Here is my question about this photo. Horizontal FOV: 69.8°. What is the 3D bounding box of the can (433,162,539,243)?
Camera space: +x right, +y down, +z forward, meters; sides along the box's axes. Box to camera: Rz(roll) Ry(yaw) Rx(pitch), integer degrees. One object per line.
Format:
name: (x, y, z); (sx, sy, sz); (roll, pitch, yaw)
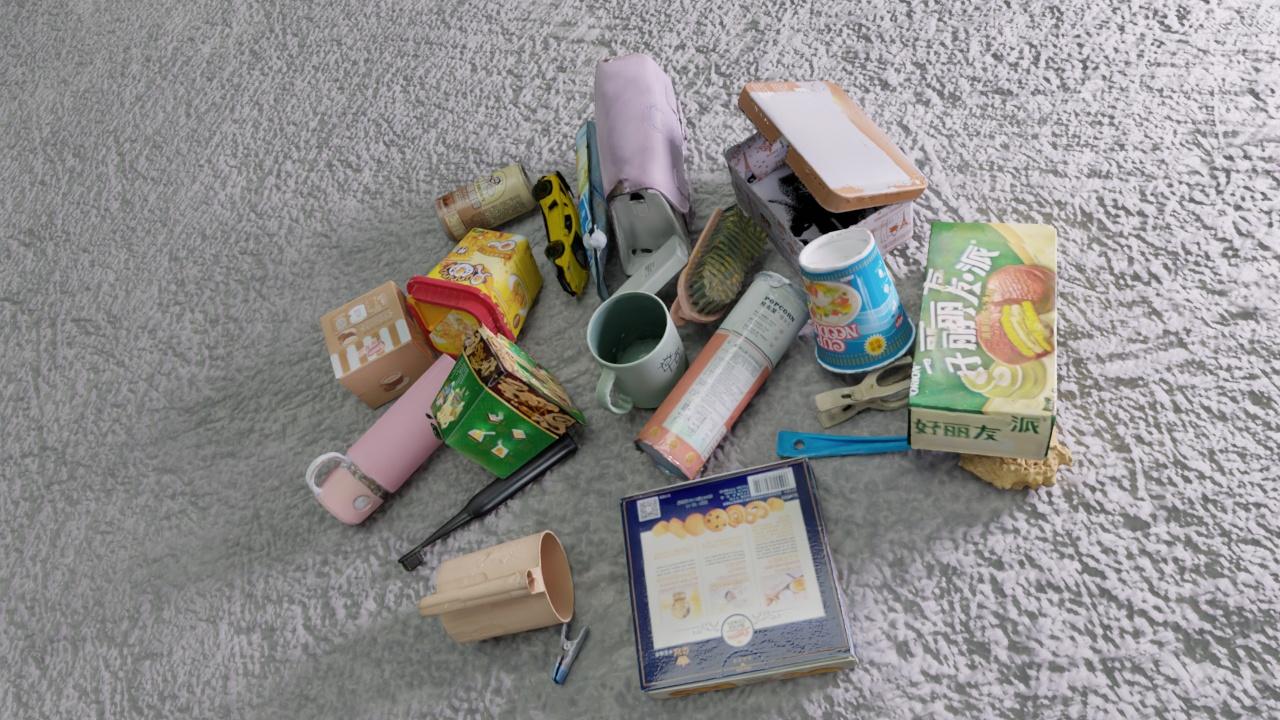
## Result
can: (-0.185, -0.189, 1.102); (0.116, 0.058, 0.058); (-23, 57, 3)

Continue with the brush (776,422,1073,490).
brush: (0.250, 0.077, 0.830); (0.255, 0.046, 0.083); (-2, 65, 21)

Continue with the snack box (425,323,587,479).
snack box: (-0.141, 0.048, 0.920); (0.105, 0.117, 0.118); (-48, 33, 5)

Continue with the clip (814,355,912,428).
clip: (0.217, 0.037, 0.869); (0.103, 0.076, 0.034); (-29, 57, 12)

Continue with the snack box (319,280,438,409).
snack box: (-0.289, -0.017, 1.027); (0.093, 0.077, 0.094); (-28, 56, 1)

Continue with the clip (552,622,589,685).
clip: (-0.064, 0.265, 0.829); (0.028, 0.024, 0.056); (9, 58, 18)

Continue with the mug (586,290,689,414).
mug: (-0.005, 0.005, 0.906); (0.082, 0.106, 0.111); (20, 69, 25)

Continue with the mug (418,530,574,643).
mug: (-0.128, 0.207, 0.823); (0.104, 0.124, 0.084); (-16, 78, 10)

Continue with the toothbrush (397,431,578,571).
toothbrush: (-0.155, 0.142, 0.925); (0.212, 0.026, 0.027); (-37, 97, -4)

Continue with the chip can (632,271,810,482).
chip can: (0.082, 0.016, 0.893); (0.071, 0.071, 0.214); (29, 73, 29)

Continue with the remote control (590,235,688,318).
remote control: (-0.003, -0.072, 0.960); (0.135, 0.019, 0.056); (-43, 20, 19)

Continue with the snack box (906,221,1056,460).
snack box: (0.308, -0.025, 0.821); (0.115, 0.063, 0.239); (5, 50, 20)

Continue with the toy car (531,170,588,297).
toy car: (-0.085, -0.142, 1.038); (0.041, 0.071, 0.155); (-18, 60, 11)

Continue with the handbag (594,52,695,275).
handbag: (0.005, -0.217, 1.007); (0.098, 0.145, 0.196); (-12, 59, 14)

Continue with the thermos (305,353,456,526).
thermos: (-0.257, 0.078, 0.958); (0.198, 0.087, 0.067); (-46, 38, -12)

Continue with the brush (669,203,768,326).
brush: (0.076, -0.092, 0.947); (0.073, 0.063, 0.145); (-28, 27, 48)

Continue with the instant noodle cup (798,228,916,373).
instant noodle cup: (0.196, -0.060, 0.859); (0.099, 0.110, 0.099); (-20, 29, 11)

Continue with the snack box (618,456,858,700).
snack box: (0.081, 0.191, 0.810); (0.178, 0.046, 0.182); (-13, 58, 10)

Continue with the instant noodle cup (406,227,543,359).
instant noodle cup: (-0.174, -0.074, 1.010); (0.116, 0.116, 0.123); (12, 54, 24)

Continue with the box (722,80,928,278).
box: (0.185, -0.199, 0.931); (0.148, 0.158, 0.181); (-32, 57, -1)

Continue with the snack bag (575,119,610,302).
snack bag: (-0.050, -0.165, 1.017); (0.039, 0.110, 0.190); (-2, 57, -4)
